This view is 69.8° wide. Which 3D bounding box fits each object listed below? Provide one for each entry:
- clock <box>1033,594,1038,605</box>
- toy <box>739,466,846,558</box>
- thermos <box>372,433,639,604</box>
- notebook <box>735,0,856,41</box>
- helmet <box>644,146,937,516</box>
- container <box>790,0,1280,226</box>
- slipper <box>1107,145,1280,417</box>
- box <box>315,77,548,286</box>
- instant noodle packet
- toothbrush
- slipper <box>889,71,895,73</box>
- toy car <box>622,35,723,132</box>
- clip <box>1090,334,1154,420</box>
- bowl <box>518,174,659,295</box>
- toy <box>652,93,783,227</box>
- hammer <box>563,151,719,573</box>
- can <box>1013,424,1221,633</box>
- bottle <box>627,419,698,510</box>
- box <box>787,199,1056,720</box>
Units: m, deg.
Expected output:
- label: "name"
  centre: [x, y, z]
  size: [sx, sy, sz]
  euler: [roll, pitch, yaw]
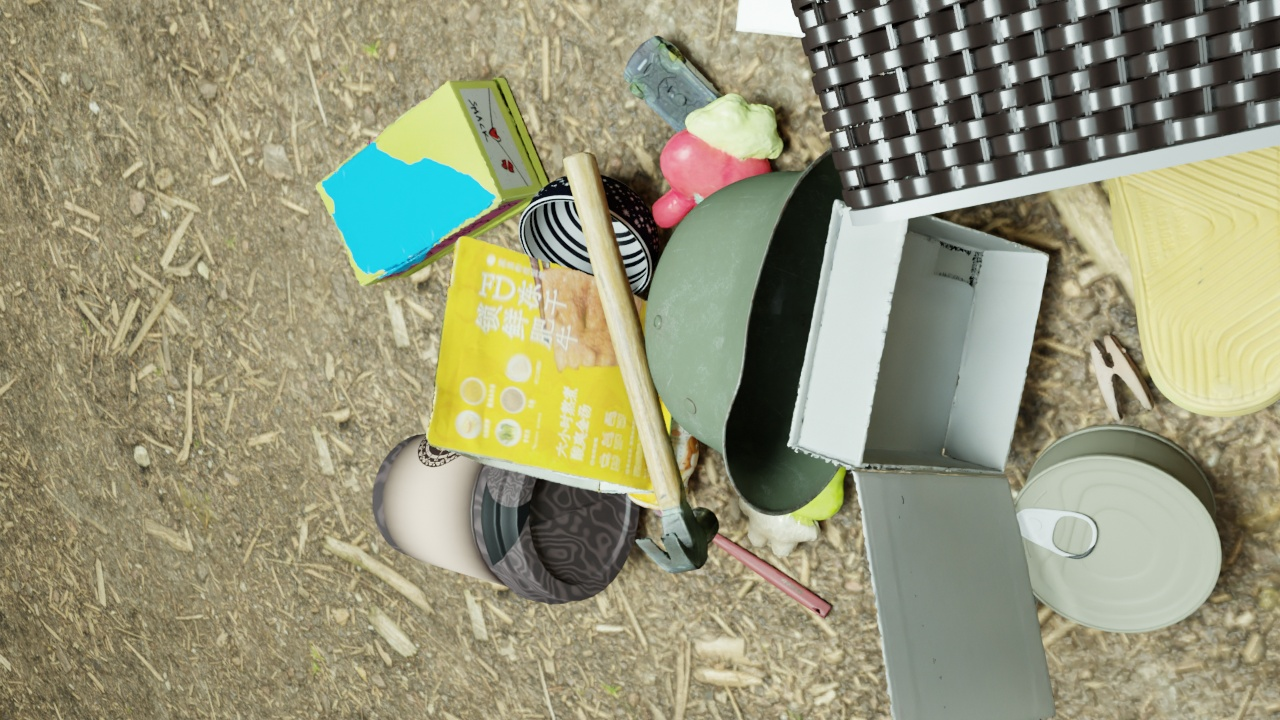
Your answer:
- label: "clock"
  centre: [0.249, 0.161, 0.681]
  size: [0.057, 0.117, 0.083]
  euler: [-25, 92, 41]
- label: "toy"
  centre: [0.126, 0.118, 0.787]
  size: [0.092, 0.043, 0.118]
  euler: [23, 119, 21]
- label: "thermos"
  centre: [-0.138, 0.136, 0.886]
  size: [0.227, 0.172, 0.173]
  euler: [-2, 104, 39]
- label: "notebook"
  centre: [0.145, -0.316, 0.593]
  size: [0.153, 0.012, 0.209]
  euler: [14, 115, 21]
- label: "helmet"
  centre: [0.091, -0.027, 0.677]
  size: [0.154, 0.226, 0.268]
  euler: [15, 103, 45]
- label: "container"
  centre: [0.205, -0.218, 0.441]
  size: [0.248, 0.244, 0.244]
  euler: [-8, 102, 29]
- label: "slipper"
  centre: [0.342, -0.096, 0.561]
  size: [0.100, 0.078, 0.263]
  euler: [-8, 80, 32]
- label: "box"
  centre: [-0.203, -0.166, 0.880]
  size: [0.222, 0.079, 0.124]
  euler: [-24, 91, 38]
- label: "instant noodle packet"
  centre: [-0.073, 0.010, 0.739]
  size: [0.084, 0.221, 0.162]
  euler: [-5, 72, 42]
- label: "toothbrush"
  centre: [0.089, 0.179, 0.845]
  size: [0.190, 0.016, 0.016]
  euler: [31, 118, 20]
- label: "slipper"
  centre: [0.255, -0.276, 0.575]
  size: [0.270, 0.054, 0.098]
  euler: [-40, 85, 36]
- label: "toy car"
  centre: [0.035, -0.213, 0.741]
  size: [0.105, 0.033, 0.048]
  euler: [44, 122, -4]
- label: "clip"
  centre: [0.327, 0.015, 0.643]
  size: [0.045, 0.025, 0.061]
  euler: [-35, 79, 33]
- label: "bowl"
  centre: [-0.037, -0.115, 0.789]
  size: [0.120, 0.066, 0.120]
  euler: [16, 145, 11]
- label: "toy"
  centre: [0.058, -0.150, 0.727]
  size: [0.091, 0.045, 0.135]
  euler: [15, 136, -15]
- label: "hammer"
  centre: [-0.004, 0.004, 0.706]
  size: [0.033, 0.132, 0.330]
  euler: [-14, 94, 18]
- label: "can"
  centre: [0.330, 0.115, 0.641]
  size: [0.128, 0.073, 0.128]
  euler: [10, 110, 29]
- label: "bottle"
  centre: [0.022, 0.078, 0.825]
  size: [0.063, 0.063, 0.109]
  euler: [20, 105, 25]
- label: "box"
  centre: [0.186, 0.112, 0.588]
  size: [0.109, 0.166, 0.418]
  euler: [-7, 79, 53]
